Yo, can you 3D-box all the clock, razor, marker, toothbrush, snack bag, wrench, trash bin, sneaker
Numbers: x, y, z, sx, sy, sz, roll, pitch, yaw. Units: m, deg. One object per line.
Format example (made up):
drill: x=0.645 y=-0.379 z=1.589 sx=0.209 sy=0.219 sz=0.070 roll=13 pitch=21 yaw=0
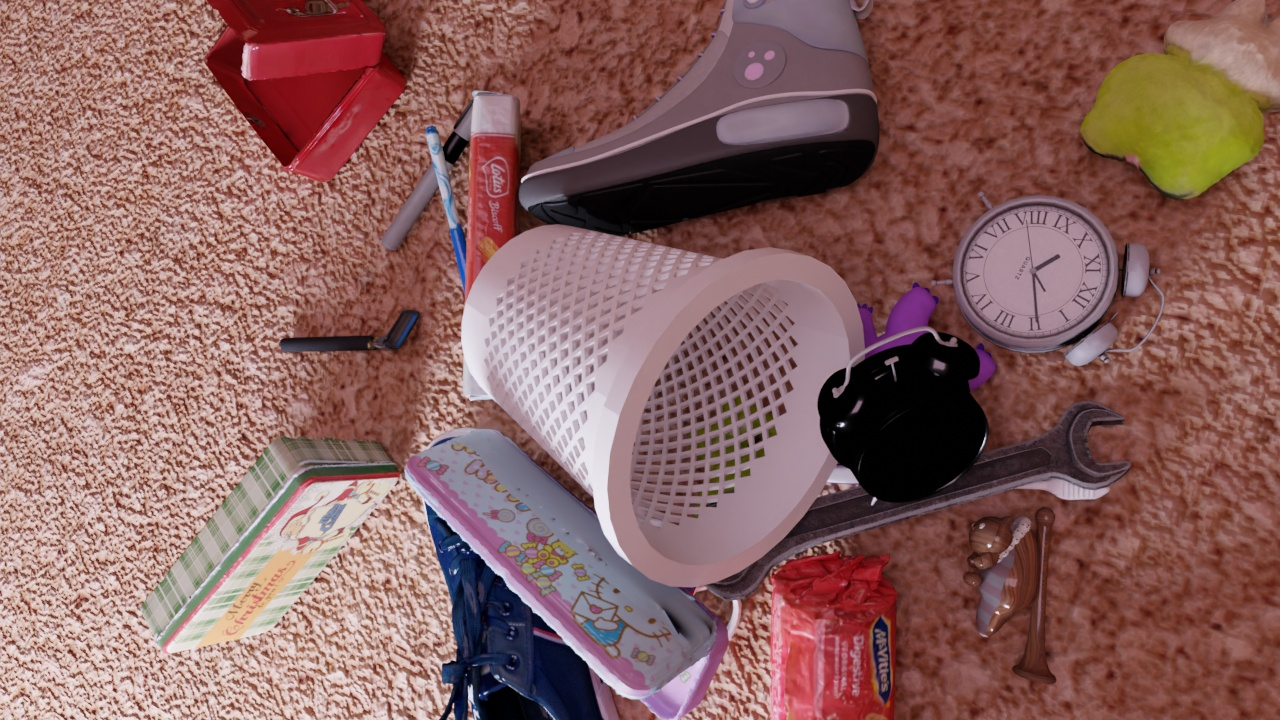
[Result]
clock: x=0.148 y=0.030 z=0.518 sx=0.091 sy=0.121 sz=0.042 roll=-23 pitch=40 yaw=1
razor: x=-0.248 y=-0.016 z=0.775 sx=0.144 sy=0.022 sz=0.042 roll=-5 pitch=43 yaw=27
marker: x=-0.170 y=-0.149 z=0.750 sx=0.016 sy=0.016 sz=0.141 roll=42 pitch=103 yaw=20
toothbrush: x=0.192 y=0.075 z=0.581 sx=0.187 sy=0.016 sz=0.015 roll=0 pitch=86 yaw=25
marker: x=-0.150 y=-0.118 z=0.730 sx=0.013 sy=0.013 sz=0.142 roll=-15 pitch=89 yaw=22
snack bag: x=-0.111 y=-0.082 z=0.689 sx=0.041 sy=0.077 sz=0.225 roll=3 pitch=87 yaw=-6
wrench: x=0.160 y=0.084 z=0.563 sx=0.273 sy=0.010 sz=0.070 roll=-18 pitch=57 yaw=10
snack bag: x=0.117 y=0.208 z=0.571 sx=0.082 sy=0.082 sz=0.176 roll=0 pitch=86 yaw=23
trash bin: x=-0.003 y=0.003 z=0.570 sx=0.200 sy=0.195 sz=0.195 roll=28 pitch=98 yaw=44
sneaker: x=-0.109 y=0.186 z=0.647 sx=0.121 sy=0.127 sz=0.294 roll=-26 pitch=75 yaw=18
sneaker: x=0.032 y=-0.182 z=0.634 sx=0.257 sy=0.093 sz=0.160 roll=-6 pitch=76 yaw=24
clock: x=0.248 y=-0.047 z=0.553 sx=0.123 sy=0.035 sz=0.094 roll=29 pitch=99 yaw=23

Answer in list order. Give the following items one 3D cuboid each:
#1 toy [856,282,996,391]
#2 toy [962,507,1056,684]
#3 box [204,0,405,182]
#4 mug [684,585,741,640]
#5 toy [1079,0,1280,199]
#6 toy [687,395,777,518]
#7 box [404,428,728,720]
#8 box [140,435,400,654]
toy: x=0.165 y=0.010 z=0.573 sx=0.106 sy=0.055 sz=0.088 roll=46 pitch=114 yaw=0
toy: x=0.222 y=0.137 z=0.551 sx=0.055 sy=0.041 sz=0.101 roll=8 pitch=81 yaw=2
box: x=-0.296 y=-0.250 z=0.765 sx=0.157 sy=0.151 sz=0.166 roll=50 pitch=142 yaw=20
mug: x=0.011 y=0.169 z=0.629 sx=0.112 sy=0.075 sz=0.076 roll=21 pitch=95 yaw=-2
toy: x=0.321 y=-0.155 z=0.525 sx=0.092 sy=0.043 sz=0.118 roll=42 pitch=100 yaw=22
toy: x=0.067 y=0.077 z=0.625 sx=0.094 sy=0.036 sz=0.093 roll=-41 pitch=67 yaw=9
box: x=-0.056 y=0.131 z=0.551 sx=0.214 sy=0.092 sz=0.090 roll=36 pitch=118 yaw=30
box: x=-0.291 y=0.146 z=0.732 sx=0.206 sy=0.117 sz=0.050 roll=-46 pitch=66 yaw=12
